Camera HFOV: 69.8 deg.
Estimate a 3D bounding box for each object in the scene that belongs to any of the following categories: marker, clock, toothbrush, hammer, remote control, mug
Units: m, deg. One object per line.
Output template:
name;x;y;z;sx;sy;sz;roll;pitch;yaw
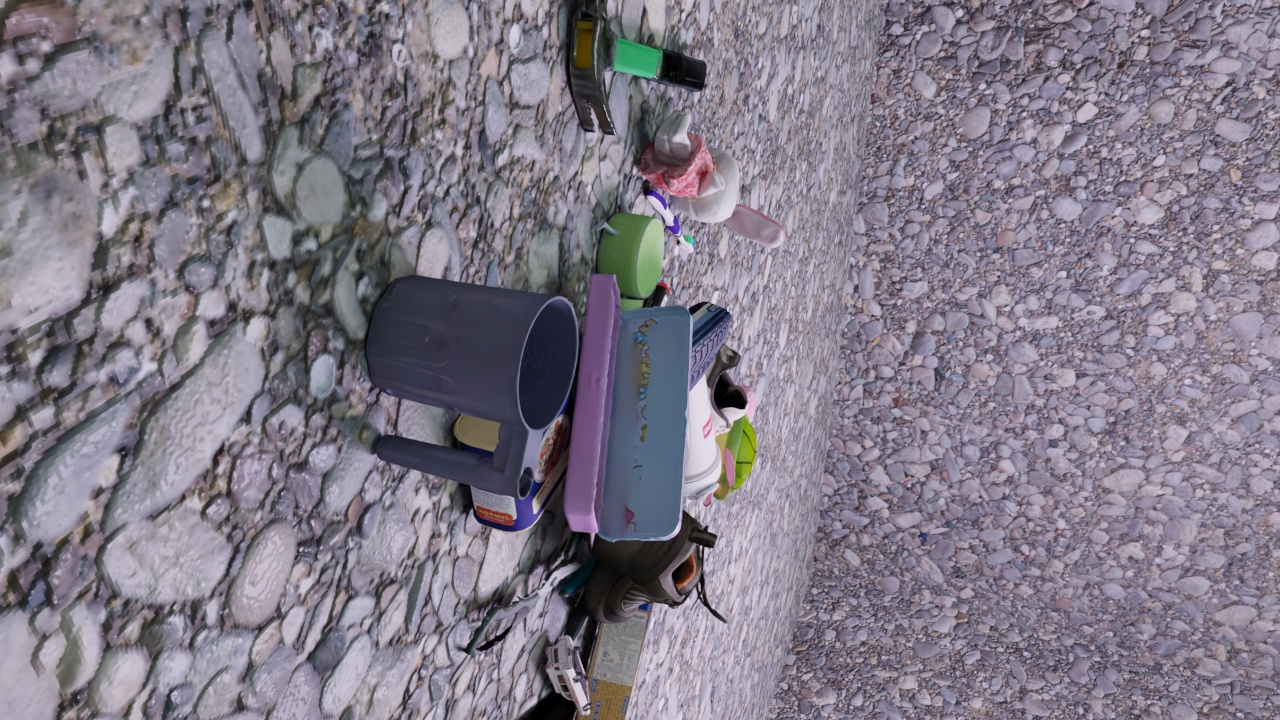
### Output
marker;0.002;-0.028;1.002;0.023;0.021;0.144;42;52;-25
marker;-0.102;0.134;0.790;0.021;0.017;0.124;-45;161;2
clock;-0.008;-0.096;0.898;0.094;0.042;0.119;-60;155;-43
toothbrush;0.035;-0.157;1.041;0.186;0.015;0.016;39;60;-69
hammer;0.008;-0.279;0.863;0.318;0.032;0.130;-33;131;-67
remote control;-0.094;0.370;0.947;0.151;0.020;0.041;4;96;-74
mug;-0.106;0.013;0.563;0.083;0.104;0.124;14;87;-72

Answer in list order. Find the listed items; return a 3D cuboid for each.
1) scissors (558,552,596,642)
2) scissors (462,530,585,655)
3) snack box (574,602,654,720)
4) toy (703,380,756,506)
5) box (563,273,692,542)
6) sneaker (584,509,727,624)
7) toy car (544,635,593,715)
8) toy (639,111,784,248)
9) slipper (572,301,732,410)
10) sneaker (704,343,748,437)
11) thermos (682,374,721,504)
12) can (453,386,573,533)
scissors;-0.058;0.247;0.986;0.155;0.019;0.124;23;79;-71
scissors;-0.080;0.176;0.817;0.202;0.015;0.201;-66;163;11
snack box;-0.035;0.364;1.045;0.057;0.056;0.206;98;7;-76
toy;0.122;0.117;1.317;0.237;0.087;0.190;-78;-177;-59
box;-0.003;0.038;0.757;0.089;0.092;0.213;87;7;-64
sneaker;0.026;0.206;0.922;0.238;0.143;0.100;100;9;-55
toy car;-0.075;0.329;0.952;0.113;0.039;0.039;82;-1;-46
toy;0.064;-0.194;0.972;0.084;0.159;0.194;-49;145;5
slipper;-0.005;0.005;0.885;0.252;0.095;0.105;-40;158;-38
sneaker;0.089;0.070;1.192;0.088;0.102;0.242;-58;154;-50
thermos;0.043;0.072;1.080;0.099;0.099;0.221;-60;150;-45
can;-0.092;0.063;0.713;0.116;0.056;0.092;-58;154;-49
